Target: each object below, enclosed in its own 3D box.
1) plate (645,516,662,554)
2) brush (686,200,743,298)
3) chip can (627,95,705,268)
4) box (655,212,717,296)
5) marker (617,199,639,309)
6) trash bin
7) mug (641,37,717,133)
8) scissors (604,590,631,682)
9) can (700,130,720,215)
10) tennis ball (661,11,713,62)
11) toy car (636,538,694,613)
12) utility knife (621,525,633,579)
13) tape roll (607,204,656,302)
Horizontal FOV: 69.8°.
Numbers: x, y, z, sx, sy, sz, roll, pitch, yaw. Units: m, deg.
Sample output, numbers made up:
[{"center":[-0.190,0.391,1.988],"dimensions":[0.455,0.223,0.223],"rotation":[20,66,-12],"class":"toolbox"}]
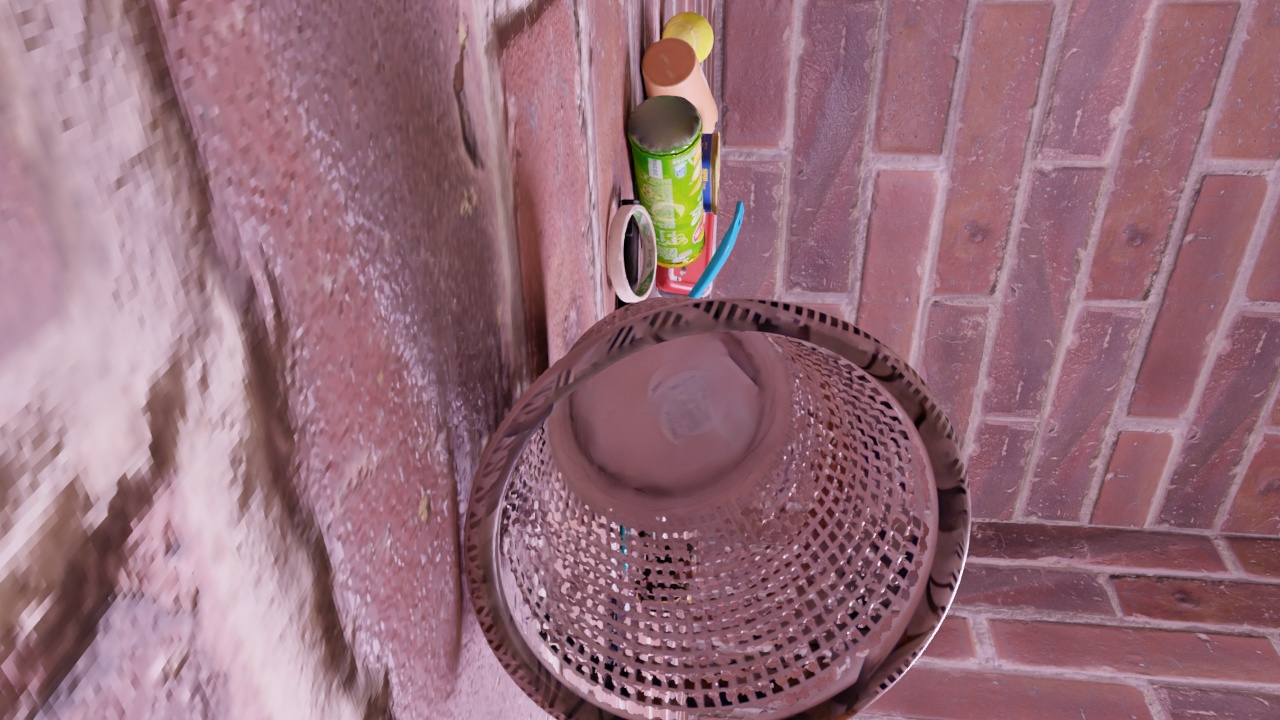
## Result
[{"center":[0.016,0.157,1.183],"dimensions":[0.179,0.024,0.179],"rotation":[6,88,-85],"class":"plate"},{"center":[0.060,-0.067,1.032],"dimensions":[0.254,0.046,0.083],"rotation":[-62,161,-9],"class":"brush"},{"center":[0.030,-0.180,0.949],"dimensions":[0.221,0.072,0.072],"rotation":[79,14,-66],"class":"chip can"},{"center":[0.051,-0.183,1.210],"dimensions":[0.099,0.095,0.201],"rotation":[-2,-96,61],"class":"box"},{"center":[-0.011,-0.082,0.847],"dimensions":[0.022,0.020,0.132],"rotation":[-134,-135,-86],"class":"marker"},{"center":[0.028,0.057,0.490],"dimensions":[0.192,0.227,0.228],"rotation":[-109,-162,-72],"class":"trash bin"},{"center":[0.041,-0.296,1.008],"dimensions":[0.123,0.078,0.078],"rotation":[53,40,-74],"class":"mug"},{"center":[-0.019,0.269,0.932],"dimensions":[0.171,0.012,0.141],"rotation":[76,18,-64],"class":"scissors"},{"center":[0.047,-0.212,1.037],"dimensions":[0.102,0.083,0.057],"rotation":[81,13,-62],"class":"can"},{"center":[0.059,-0.404,1.154],"dimensions":[0.065,0.065,0.065],"rotation":[4,88,-84],"class":"tennis ball"},{"center":[0.036,0.273,1.178],"dimensions":[0.155,0.071,0.041],"rotation":[-69,159,-74],"class":"toy car"},{"center":[-0.013,0.150,0.944],"dimensions":[0.029,0.013,0.165],"rotation":[-80,171,-69],"class":"utility knife"},{"center":[-0.006,-0.095,0.811],"dimensions":[0.085,0.014,0.086],"rotation":[2,90,-68],"class":"tape roll"}]
